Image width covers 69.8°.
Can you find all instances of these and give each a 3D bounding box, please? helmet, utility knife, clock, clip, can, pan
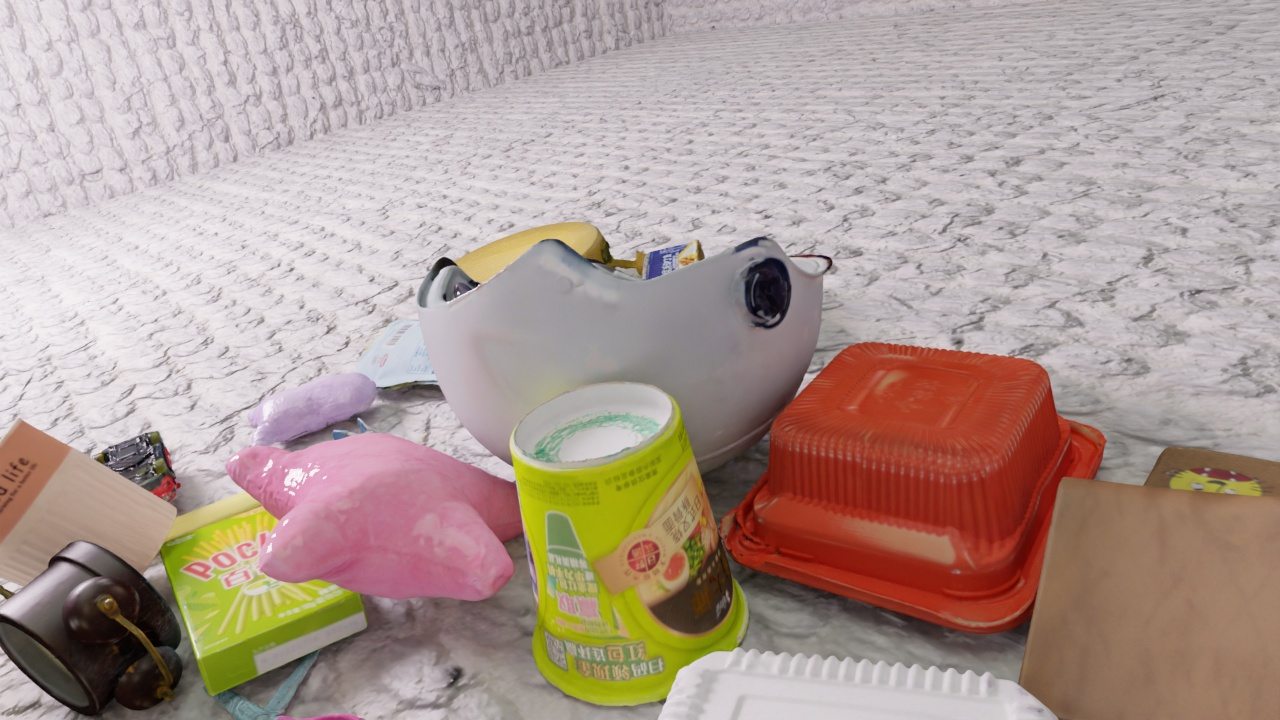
[{"bbox_3d":[-0.003,0.003,0.570,0.258,0.146,0.229,-5,5,-34],"label":"helmet"},{"bbox_3d":[-0.327,0.116,0.637,0.187,0.020,0.031,-17,20,-25],"label":"utility knife"},{"bbox_3d":[-0.286,0.144,0.485,0.122,0.082,0.055,2,32,30],"label":"clock"},{"bbox_3d":[-0.204,0.062,0.694,0.058,0.027,0.045,9,24,37],"label":"clip"},{"bbox_3d":[0.034,-0.054,0.775,0.049,0.075,0.148,-12,23,8],"label":"can"},{"bbox_3d":[-0.043,-0.086,0.918,0.358,0.078,0.197,-14,26,11],"label":"pan"}]

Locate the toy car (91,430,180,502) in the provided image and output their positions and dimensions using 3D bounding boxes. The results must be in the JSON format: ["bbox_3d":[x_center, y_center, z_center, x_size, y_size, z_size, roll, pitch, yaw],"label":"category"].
[{"bbox_3d":[-0.375,0.089,0.687,0.052,0.045,0.121,-25,22,-22],"label":"toy car"}]

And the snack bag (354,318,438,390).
[{"bbox_3d":[-0.154,-0.010,0.787,0.191,0.039,0.110,-1,30,32],"label":"snack bag"}]

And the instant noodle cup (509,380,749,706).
[{"bbox_3d":[-0.011,0.080,0.443,0.112,0.123,0.111,-10,25,4],"label":"instant noodle cup"}]

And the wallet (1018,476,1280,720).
[{"bbox_3d":[0.213,0.100,0.370,0.101,0.020,0.115,2,52,40],"label":"wallet"}]

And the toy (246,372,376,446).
[{"bbox_3d":[-0.269,0.039,0.754,0.108,0.039,0.084,-20,26,-16],"label":"toy"}]

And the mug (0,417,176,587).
[{"bbox_3d":[-0.362,0.110,0.555,0.114,0.106,0.082,-52,26,-1],"label":"mug"}]

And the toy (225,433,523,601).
[{"bbox_3d":[-0.129,0.087,0.516,0.178,0.074,0.195,4,11,-34],"label":"toy"}]

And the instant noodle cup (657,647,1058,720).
[{"bbox_3d":[0.071,0.158,0.317,0.174,0.060,0.137,0,27,22],"label":"instant noodle cup"}]

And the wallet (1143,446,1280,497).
[{"bbox_3d":[0.275,0.081,0.426,0.090,0.033,0.115,9,28,41],"label":"wallet"}]

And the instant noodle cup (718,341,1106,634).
[{"bbox_3d":[0.144,0.051,0.490,0.165,0.079,0.188,7,31,35],"label":"instant noodle cup"}]

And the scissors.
[{"bbox_3d":[-0.187,0.181,0.440,0.134,0.017,0.130,5,28,42],"label":"scissors"}]

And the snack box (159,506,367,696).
[{"bbox_3d":[-0.227,0.130,0.540,0.085,0.026,0.156,-19,23,-29],"label":"snack box"}]
